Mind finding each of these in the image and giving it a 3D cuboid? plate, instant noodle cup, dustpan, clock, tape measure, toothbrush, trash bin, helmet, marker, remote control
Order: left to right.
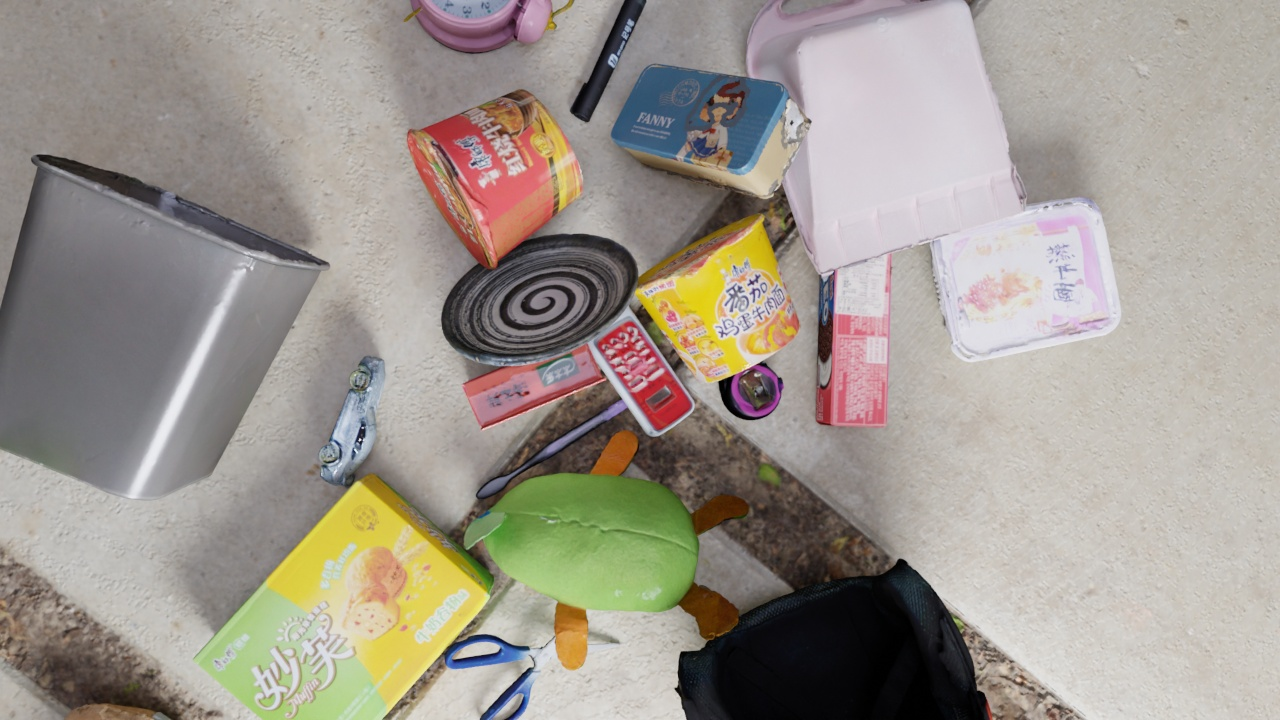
[{"bbox_3d":[-0.403,-0.024,0.750,0.198,0.199,0.220,24,93,-4],"label":"trash bin"},{"bbox_3d":[-0.137,-0.350,0.846,0.158,0.060,0.117,-1,89,-8],"label":"clock"},{"bbox_3d":[-0.124,-0.165,0.813,0.108,0.138,0.138,-34,93,-15],"label":"instant noodle cup"},{"bbox_3d":[-0.087,-0.051,0.804,0.179,0.179,0.024,-21,130,-7],"label":"plate"},{"bbox_3d":[-0.074,0.078,0.869,0.189,0.017,0.014,-32,96,-9],"label":"toothbrush"},{"bbox_3d":[-0.031,-0.291,0.877,0.022,0.020,0.132,24,87,24],"label":"marker"},{"bbox_3d":[-0.005,0.005,0.869,0.055,0.020,0.136,-34,91,-10],"label":"remote control"},{"bbox_3d":[0.073,-0.052,0.831,0.138,0.138,0.110,-30,100,-6],"label":"instant noodle cup"},{"bbox_3d":[0.106,0.028,0.874,0.057,0.039,0.058,-30,92,-6],"label":"tape measure"},{"bbox_3d":[0.170,0.309,0.765,0.233,0.274,0.230,-24,118,3],"label":"helmet"},{"bbox_3d":[0.220,-0.239,0.878,0.222,0.139,0.273,-15,105,-10],"label":"dustpan"},{"bbox_3d":[0.364,-0.078,0.896,0.173,0.060,0.138,-11,90,-8],"label":"instant noodle cup"}]

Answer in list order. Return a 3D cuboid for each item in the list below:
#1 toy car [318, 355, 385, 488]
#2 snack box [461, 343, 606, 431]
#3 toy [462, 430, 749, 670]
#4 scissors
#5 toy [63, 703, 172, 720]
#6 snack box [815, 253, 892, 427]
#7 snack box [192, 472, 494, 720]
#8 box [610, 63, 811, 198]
[{"bbox_3d":[-0.255,0.055,0.826,0.037,0.054,0.120,17,86,-3],"label":"toy car"},{"bbox_3d":[-0.095,0.018,0.808,0.113,0.127,0.044,-22,91,-7],"label":"snack box"},{"bbox_3d":[-0.028,0.163,0.821,0.247,0.090,0.226,10,56,7],"label":"toy"},{"bbox_3d":[-0.101,0.275,0.835,0.175,0.012,0.162,15,108,-32],"label":"scissors"},{"bbox_3d":[-0.473,0.405,0.786,0.143,0.082,0.226,35,88,0],"label":"toy"},{"bbox_3d":[0.205,-0.040,0.878,0.058,0.057,0.207,2,89,-4],"label":"snack box"},{"bbox_3d":[-0.256,0.229,0.814,0.157,0.070,0.210,42,84,-4],"label":"snack box"},{"bbox_3d":[0.056,-0.209,0.823,0.184,0.059,0.089,22,84,38],"label":"box"}]
